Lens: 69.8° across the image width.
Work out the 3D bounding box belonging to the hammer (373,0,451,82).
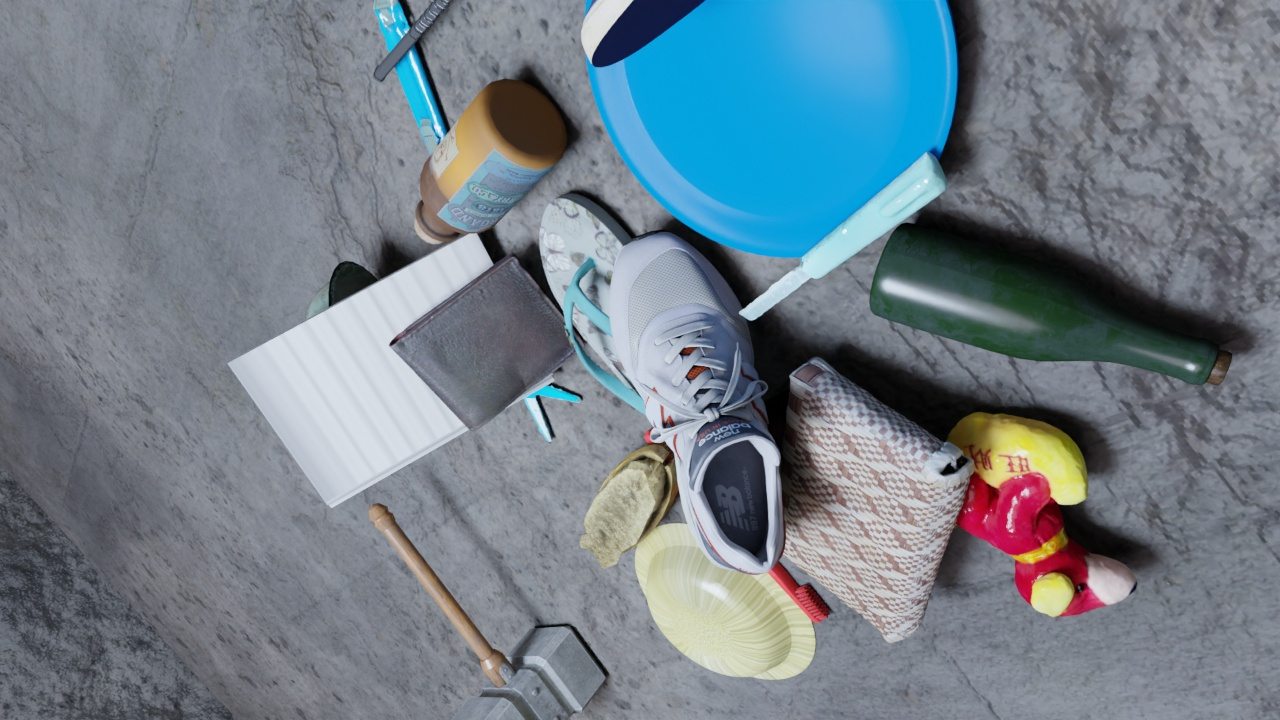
[{"bbox_3d":[-0.094,-0.241,0.548,0.015,0.094,0.326,29,151,-29],"label":"hammer"}]

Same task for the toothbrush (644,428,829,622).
[{"bbox_3d":[0.080,0.134,0.749,0.212,0.012,0.018,47,139,-2],"label":"toothbrush"}]

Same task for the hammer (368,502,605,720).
[{"bbox_3d":[-0.188,0.277,0.969,0.083,0.162,0.317,-21,107,47],"label":"hammer"}]

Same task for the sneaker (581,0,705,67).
[{"bbox_3d":[0.030,-0.250,0.396,0.234,0.091,0.118,-33,92,31],"label":"sneaker"}]

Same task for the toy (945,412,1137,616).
[{"bbox_3d":[0.231,0.095,0.561,0.106,0.067,0.137,-22,98,54],"label":"toy"}]

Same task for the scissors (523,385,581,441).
[{"bbox_3d":[-0.109,0.014,0.811,0.134,0.011,0.140,13,128,32],"label":"scissors"}]

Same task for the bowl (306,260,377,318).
[{"bbox_3d":[-0.245,-0.006,0.803,0.038,0.157,0.157,-18,114,7],"label":"bowl"}]

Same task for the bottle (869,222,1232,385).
[{"bbox_3d":[0.213,-0.024,0.484,0.174,0.055,0.055,21,133,24],"label":"bottle"}]

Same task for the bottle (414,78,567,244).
[{"bbox_3d":[-0.120,-0.131,0.661,0.068,0.067,0.157,51,139,-6],"label":"bottle"}]

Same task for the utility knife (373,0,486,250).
[{"bbox_3d":[-0.156,-0.172,0.699,0.031,0.015,0.222,8,129,39],"label":"utility knife"}]

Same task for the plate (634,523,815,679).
[{"bbox_3d":[0.063,0.230,0.822,0.184,0.036,0.185,22,133,25],"label":"plate"}]

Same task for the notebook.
[{"bbox_3d":[-0.191,0.009,0.731,0.143,0.209,0.009,64,171,-23],"label":"notebook"}]

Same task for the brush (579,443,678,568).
[{"bbox_3d":[-0.013,0.130,0.794,0.059,0.043,0.196,40,144,8],"label":"brush"}]

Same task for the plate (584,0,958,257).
[{"bbox_3d":[0.067,-0.163,0.514,0.224,0.024,0.225,22,133,25],"label":"plate"}]

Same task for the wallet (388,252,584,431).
[{"bbox_3d":[-0.118,-0.014,0.721,0.099,0.120,0.031,51,-175,-27],"label":"wallet"}]

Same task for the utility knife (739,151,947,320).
[{"bbox_3d":[0.109,-0.062,0.527,0.022,0.015,0.167,48,137,-2],"label":"utility knife"}]

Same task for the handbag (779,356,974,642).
[{"bbox_3d":[0.147,0.095,0.608,0.124,0.046,0.186,35,143,33],"label":"handbag"}]

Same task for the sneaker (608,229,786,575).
[{"bbox_3d":[0.047,0.034,0.583,0.124,0.089,0.240,-126,17,-79],"label":"sneaker"}]

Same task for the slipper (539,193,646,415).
[{"bbox_3d":[-0.004,0.004,0.686,0.098,0.054,0.269,-19,110,50],"label":"slipper"}]

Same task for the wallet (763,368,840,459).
[{"bbox_3d":[0.137,0.067,0.647,0.115,0.018,0.092,49,138,-6],"label":"wallet"}]
